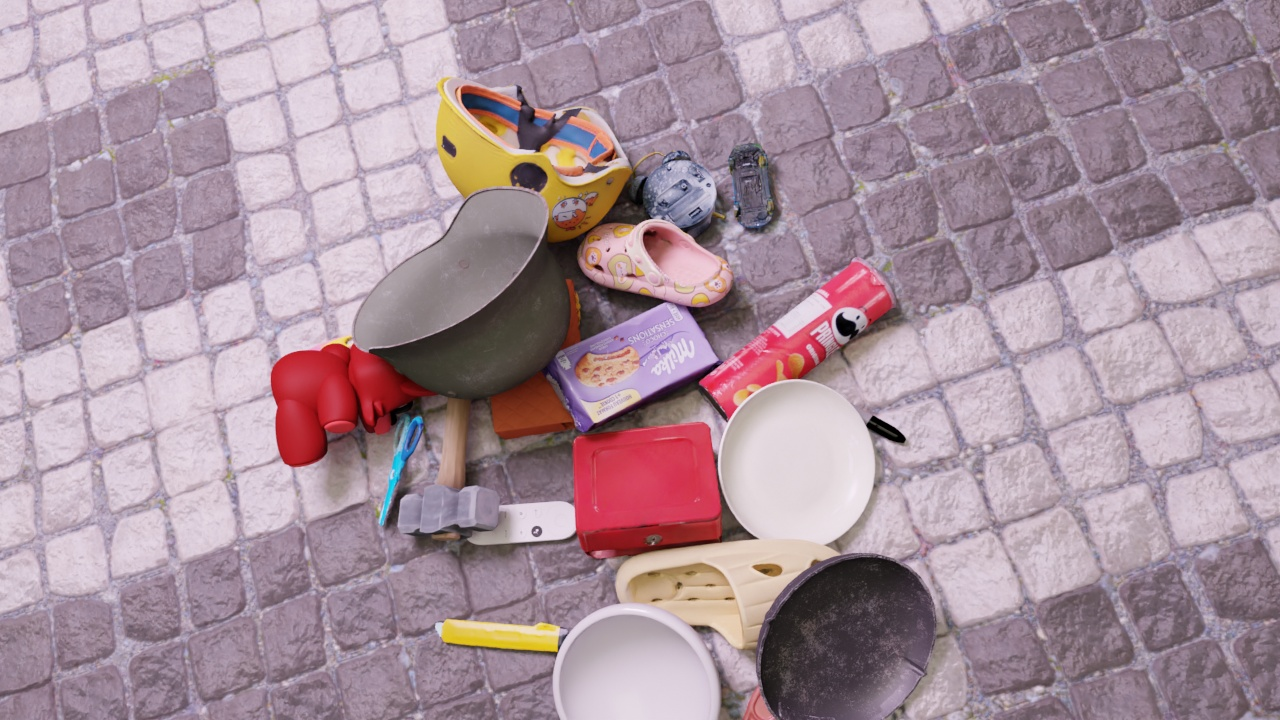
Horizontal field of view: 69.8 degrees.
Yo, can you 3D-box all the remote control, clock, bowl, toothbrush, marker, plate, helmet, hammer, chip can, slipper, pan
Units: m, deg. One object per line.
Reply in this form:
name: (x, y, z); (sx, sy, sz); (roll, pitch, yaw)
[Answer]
remote control: (-0.137, 0.187, 1.052); (0.136, 0.013, 0.043); (-5, 75, 6)
clock: (0.040, -0.202, 1.109); (0.090, 0.052, 0.129); (-37, 75, -3)
bowl: (0.001, 0.335, 0.959); (0.177, 0.066, 0.176); (0, 92, 15)
toothbrush: (-0.351, -0.027, 1.135); (0.135, 0.016, 0.021); (-19, 76, 4)
marker: (0.235, 0.056, 1.033); (0.139, 0.022, 0.016); (30, 94, 13)
plate: (0.166, 0.113, 0.999); (0.182, 0.034, 0.182); (2, 84, -15)
helmet: (-0.175, -0.048, 0.967); (0.268, 0.154, 0.226); (-4, 47, 32)
hammer: (-0.211, 0.047, 1.071); (0.117, 0.051, 0.322); (-12, 66, 32)
chip can: (0.174, -0.017, 1.034); (0.233, 0.073, 0.073); (-38, 74, -3)
slipper: (0.015, -0.127, 1.057); (0.197, 0.082, 0.093); (19, 52, 25)
slipper: (0.099, 0.247, 0.953); (0.262, 0.079, 0.111); (-2, 110, 10)
pan: (0.170, 0.353, 0.931); (0.207, 0.040, 0.357); (24, 95, -22)
helmet: (-0.138, -0.220, 1.064); (0.239, 0.140, 0.209); (11, 33, -25)

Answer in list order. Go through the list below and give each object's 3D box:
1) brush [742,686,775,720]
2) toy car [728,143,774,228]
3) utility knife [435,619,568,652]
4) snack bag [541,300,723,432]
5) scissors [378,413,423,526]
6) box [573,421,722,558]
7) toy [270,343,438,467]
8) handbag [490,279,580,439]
brush: (0.122, 0.373, 0.961); (0.041, 0.030, 0.172); (41, 83, 14)
toy car: (0.133, -0.209, 1.109); (0.048, 0.032, 0.105); (-8, 80, 5)
utility knife: (-0.156, 0.305, 1.023); (0.155, 0.017, 0.030); (3, 71, 7)
snack bag: (-0.006, 0.006, 1.032); (0.205, 0.059, 0.096); (-25, 72, -27)
scissors: (-0.279, 0.128, 1.060); (0.015, 0.083, 0.140); (23, 73, -33)
box: (0.006, 0.139, 0.993); (0.157, 0.123, 0.136); (-8, 70, 5)
toy: (-0.326, 0.031, 1.062); (0.197, 0.121, 0.158); (-18, 32, -8)
handbag: (-0.119, -0.002, 1.073); (0.109, 0.060, 0.171); (-9, 74, 5)
